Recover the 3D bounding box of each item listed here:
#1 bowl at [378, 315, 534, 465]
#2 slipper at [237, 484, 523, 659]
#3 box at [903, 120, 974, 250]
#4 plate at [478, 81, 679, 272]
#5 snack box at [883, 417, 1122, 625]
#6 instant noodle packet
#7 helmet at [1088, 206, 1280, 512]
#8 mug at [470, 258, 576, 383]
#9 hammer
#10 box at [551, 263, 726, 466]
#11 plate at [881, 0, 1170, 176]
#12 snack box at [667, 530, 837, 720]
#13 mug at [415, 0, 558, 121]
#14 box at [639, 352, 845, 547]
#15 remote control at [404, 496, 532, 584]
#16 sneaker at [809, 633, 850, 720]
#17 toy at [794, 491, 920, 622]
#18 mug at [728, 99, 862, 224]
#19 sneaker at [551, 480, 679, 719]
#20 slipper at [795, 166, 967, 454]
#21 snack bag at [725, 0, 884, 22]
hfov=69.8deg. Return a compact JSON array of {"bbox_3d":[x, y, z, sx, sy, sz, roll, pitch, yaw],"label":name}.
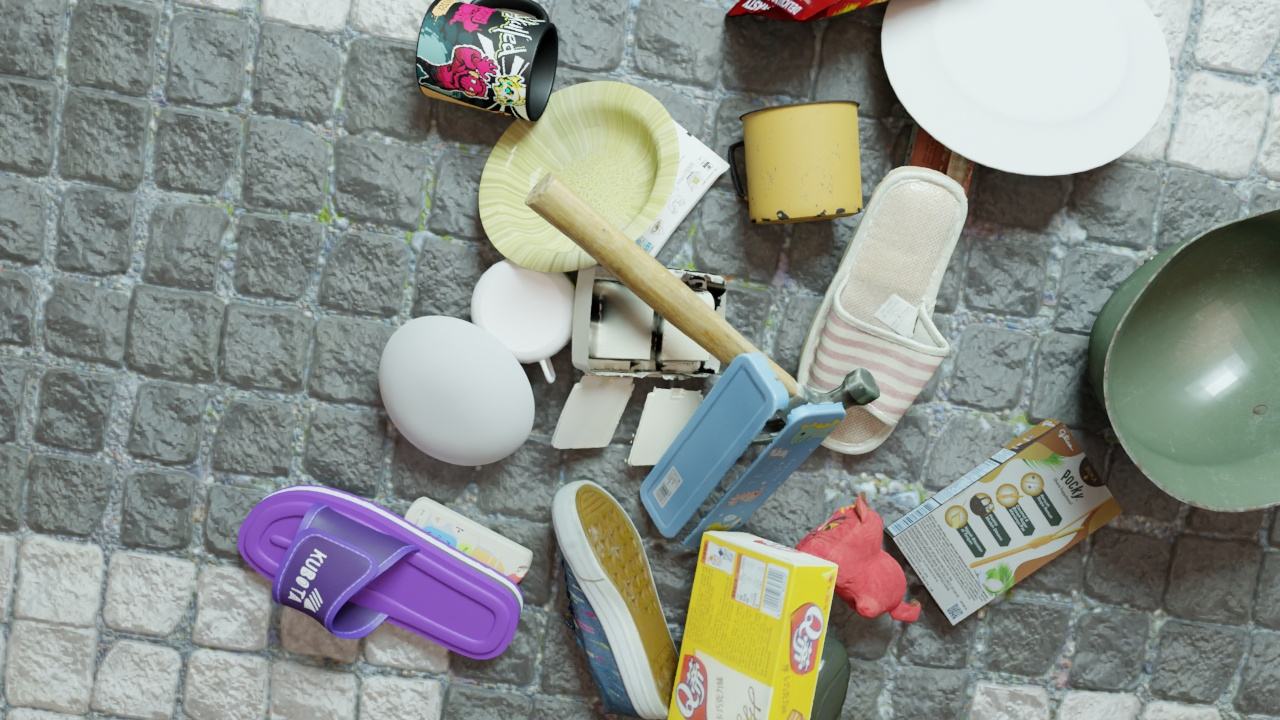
[{"bbox_3d":[-0.169,0.037,0.798,0.150,0.043,0.150,9,121,15],"label":"bowl"},{"bbox_3d":[-0.238,0.202,0.815,0.266,0.084,0.107,25,109,-4],"label":"slipper"},{"bbox_3d":[0.267,-0.183,0.811,0.071,0.056,0.187,13,94,30],"label":"box"},{"bbox_3d":[-0.049,-0.153,0.795,0.185,0.036,0.184,-8,67,19],"label":"plate"},{"bbox_3d":[0.335,0.149,0.851,0.186,0.031,0.101,-35,94,3],"label":"snack box"},{"bbox_3d":[0.005,-0.149,0.825,0.087,0.026,0.134,38,94,-3],"label":"instant noodle packet"},{"bbox_3d":[0.491,-0.017,0.776,0.268,0.153,0.227,-38,95,8],"label":"helmet"},{"bbox_3d":[-0.097,-0.035,0.813,0.094,0.068,0.115,-19,95,1],"label":"mug"},{"bbox_3d":[0.041,-0.034,0.749,0.330,0.033,0.132,38,127,-23],"label":"hammer"},{"bbox_3d":[-0.001,0.004,0.809,0.144,0.058,0.188,4,103,-35],"label":"box"},{"bbox_3d":[0.326,-0.265,0.773,0.242,0.016,0.242,0,71,0],"label":"plate"},{"bbox_3d":[0.089,0.272,0.791,0.061,0.110,0.230,12,88,-41],"label":"snack box"},{"bbox_3d":[-0.124,-0.271,0.789,0.098,0.082,0.117,15,63,5],"label":"mug"},{"bbox_3d":[0.082,0.080,0.795,0.085,0.073,0.210,2,139,-32],"label":"box"},{"bbox_3d":[-0.161,0.170,0.858,0.125,0.018,0.038,28,94,-5],"label":"remote control"},{"bbox_3d":[0.175,0.378,0.838,0.143,0.101,0.238,18,96,-3],"label":"sneaker"},{"bbox_3d":[0.212,0.184,0.828,0.133,0.088,0.094,37,91,-4],"label":"toy"},{"bbox_3d":[0.130,-0.166,0.796,0.124,0.100,0.094,1,99,40],"label":"mug"},{"bbox_3d":[-0.034,0.222,0.842,0.079,0.087,0.235,-18,98,26],"label":"sneaker"},{"bbox_3d":[0.211,-0.034,0.794,0.115,0.052,0.263,16,110,4],"label":"slipper"},{"bbox_3d":[0.182,-0.327,0.762,0.208,0.138,0.067,-19,121,-4],"label":"snack bag"}]
